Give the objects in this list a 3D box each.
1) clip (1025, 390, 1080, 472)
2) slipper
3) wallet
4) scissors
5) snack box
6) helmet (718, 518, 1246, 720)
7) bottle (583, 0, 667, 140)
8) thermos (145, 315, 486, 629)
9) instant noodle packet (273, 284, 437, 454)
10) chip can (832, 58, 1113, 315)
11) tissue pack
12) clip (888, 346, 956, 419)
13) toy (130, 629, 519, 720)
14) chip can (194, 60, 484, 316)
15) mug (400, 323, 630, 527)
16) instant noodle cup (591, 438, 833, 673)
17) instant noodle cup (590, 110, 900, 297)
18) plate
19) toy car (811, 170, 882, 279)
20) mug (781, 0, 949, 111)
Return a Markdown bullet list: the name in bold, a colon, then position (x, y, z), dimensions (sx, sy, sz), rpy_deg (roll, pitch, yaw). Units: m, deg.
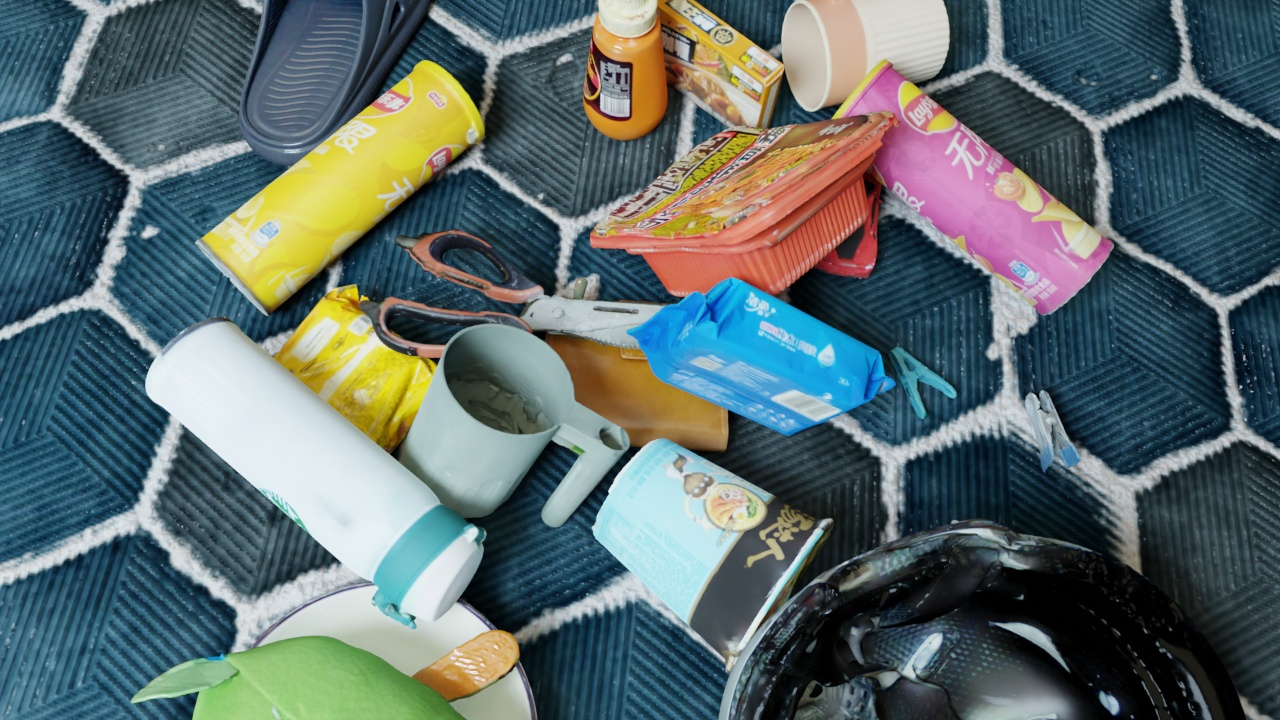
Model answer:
- **clip**: position (0.285, 0.048, 0.642), dimensions (0.042, 0.026, 0.058), rpy_deg (-10, 68, 2)
- **slipper**: position (-0.240, -0.281, 0.725), dimensions (0.111, 0.083, 0.267), rpy_deg (15, 70, 2)
- **wallet**: position (-0.004, 0.004, 0.647), dimensions (0.130, 0.035, 0.119), rpy_deg (3, 71, -4)
- **scissors**: position (-0.076, -0.043, 0.633), dimensions (0.201, 0.015, 0.206), rpy_deg (-33, 71, -21)
- **snack box**: position (0.042, -0.242, 0.721), dimensions (0.154, 0.075, 0.026), rpy_deg (40, 71, 13)
- **helmet**: position (0.162, 0.216, 0.500), dimensions (0.273, 0.157, 0.229), rpy_deg (-8, 69, -18)
- **bottle**: position (-0.010, -0.226, 0.673), dimensions (0.067, 0.150, 0.066), rpy_deg (1, 68, -2)
- **thermos**: position (-0.193, 0.068, 0.551), dimensions (0.224, 0.073, 0.073), rpy_deg (37, 71, 10)
- **instant noodle packet**: position (-0.202, 0.024, 0.623), dimensions (0.111, 0.044, 0.128), rpy_deg (38, 75, 6)
- **chip can**: position (0.236, -0.126, 0.670), dimensions (0.210, 0.071, 0.071), rpy_deg (41, 72, 5)
- **tissue pack**: position (0.076, -0.003, 0.593), dimensions (0.157, 0.095, 0.052), rpy_deg (24, 65, -17)
- **clip**: position (0.198, 0.012, 0.659), dimensions (0.033, 0.013, 0.054), rpy_deg (-30, 74, -14)
- **toy**: position (-0.140, 0.228, 0.470), dimensions (0.247, 0.090, 0.226), rpy_deg (33, 52, 21)
- **chip can**: position (-0.214, -0.128, 0.669), dimensions (0.072, 0.072, 0.213), rpy_deg (41, 73, 13)
- **mug**: position (-0.082, 0.051, 0.577), dimensions (0.124, 0.104, 0.083), rpy_deg (31, 42, -5)
- **instant noodle cup**: position (0.038, 0.112, 0.568), dimensions (0.120, 0.111, 0.111), rpy_deg (33, 70, 18)
- **instant noodle cup**: position (0.075, -0.103, 0.628), dimensions (0.164, 0.189, 0.079), rpy_deg (-38, 114, -24)
- **plate**: position (-0.156, 0.230, 0.544), dimensions (0.192, 0.039, 0.192), rpy_deg (1, 68, -2)
- **toy car**: position (0.158, -0.113, 0.699), dimensions (0.049, 0.031, 0.106), rpy_deg (10, 66, 1)
- **mug**: position (0.175, -0.262, 0.716), dimensions (0.105, 0.115, 0.081), rpy_deg (-16, 42, -11)
